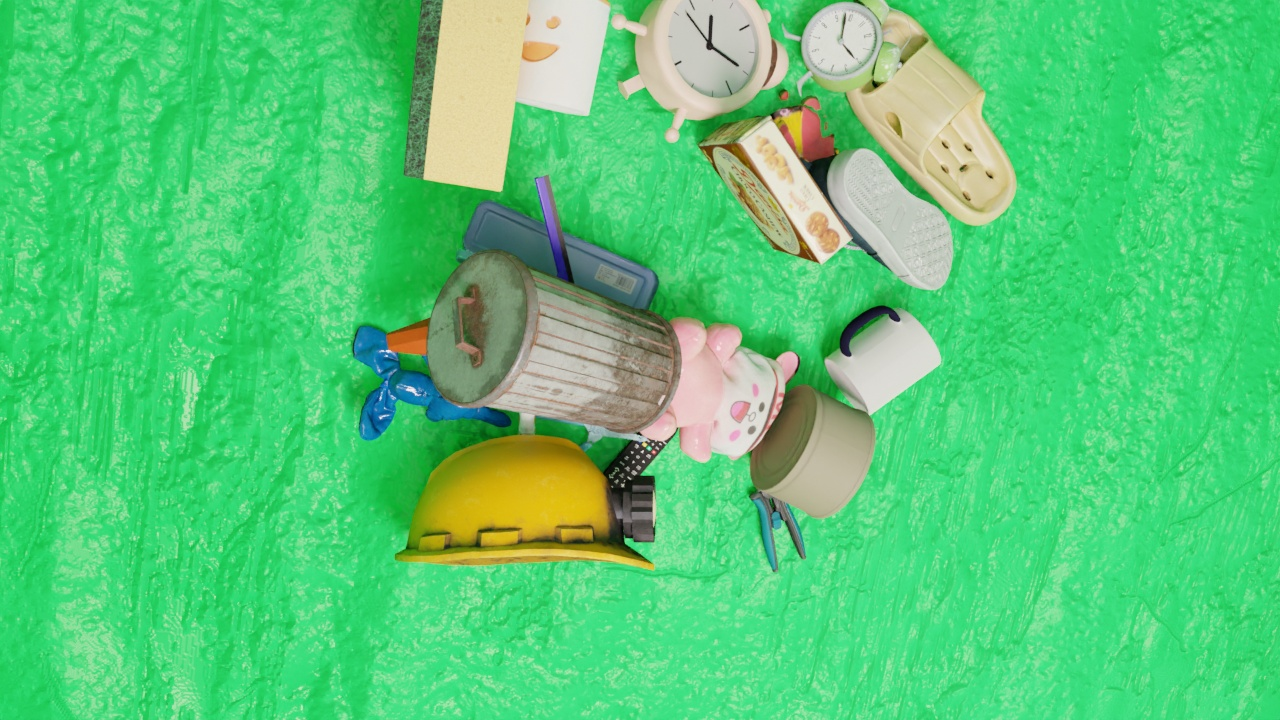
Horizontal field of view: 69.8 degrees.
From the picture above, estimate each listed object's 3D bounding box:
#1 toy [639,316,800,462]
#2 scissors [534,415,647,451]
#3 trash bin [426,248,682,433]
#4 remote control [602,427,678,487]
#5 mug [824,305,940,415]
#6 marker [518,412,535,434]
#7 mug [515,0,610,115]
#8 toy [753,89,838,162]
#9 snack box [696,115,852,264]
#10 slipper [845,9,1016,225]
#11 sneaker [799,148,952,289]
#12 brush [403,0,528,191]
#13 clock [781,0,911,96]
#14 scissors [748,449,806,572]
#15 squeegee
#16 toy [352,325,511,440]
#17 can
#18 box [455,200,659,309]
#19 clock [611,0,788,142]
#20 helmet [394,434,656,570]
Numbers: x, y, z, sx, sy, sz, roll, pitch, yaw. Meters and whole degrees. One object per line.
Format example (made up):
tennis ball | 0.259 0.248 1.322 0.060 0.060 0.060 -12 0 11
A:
toy | 0.077 0.032 0.945 0.212 0.084 0.142 15 96 -45
scissors | -0.066 0.070 0.988 0.138 0.015 0.120 -35 101 1
trash bin | -0.077 -0.010 0.802 0.210 0.131 0.131 17 99 -47
remote control | -0.015 0.117 1.009 0.033 0.015 0.147 40 92 -16
mug | 0.257 -0.010 0.996 0.097 0.078 0.112 -36 128 -2
marker | -0.115 0.051 0.932 0.017 0.017 0.146 -3 140 -11
mug | -0.078 -0.295 0.876 0.082 0.082 0.105 9 100 -13
toy | 0.166 -0.227 0.960 0.103 0.046 0.084 46 77 -21
snack box | 0.130 -0.170 0.910 0.041 0.147 0.143 -39 106 -1
slipper | 0.315 -0.248 0.966 0.111 0.079 0.261 -43 106 3
sneaker | 0.247 -0.145 0.972 0.235 0.087 0.089 32 73 -36
brush | -0.147 -0.257 0.784 0.075 0.250 0.195 7 104 -13
clock | 0.212 -0.319 0.928 0.119 0.042 0.094 -13 85 18
scissors | 0.150 0.175 1.049 0.131 0.019 0.149 28 86 -19
squeegee | -0.149 -0.036 0.874 0.185 0.055 0.250 -13 125 -2
toy | -0.213 0.037 0.930 0.176 0.071 0.112 15 87 -13
can | 0.182 0.097 0.985 0.073 0.128 0.128 26 95 -15
box | -0.078 -0.089 0.923 0.210 0.079 0.072 22 100 -14
clock | 0.060 -0.308 0.911 0.160 0.086 0.131 -31 107 -13
helmet | -0.112 0.141 0.917 0.255 0.205 0.131 0 77 4
